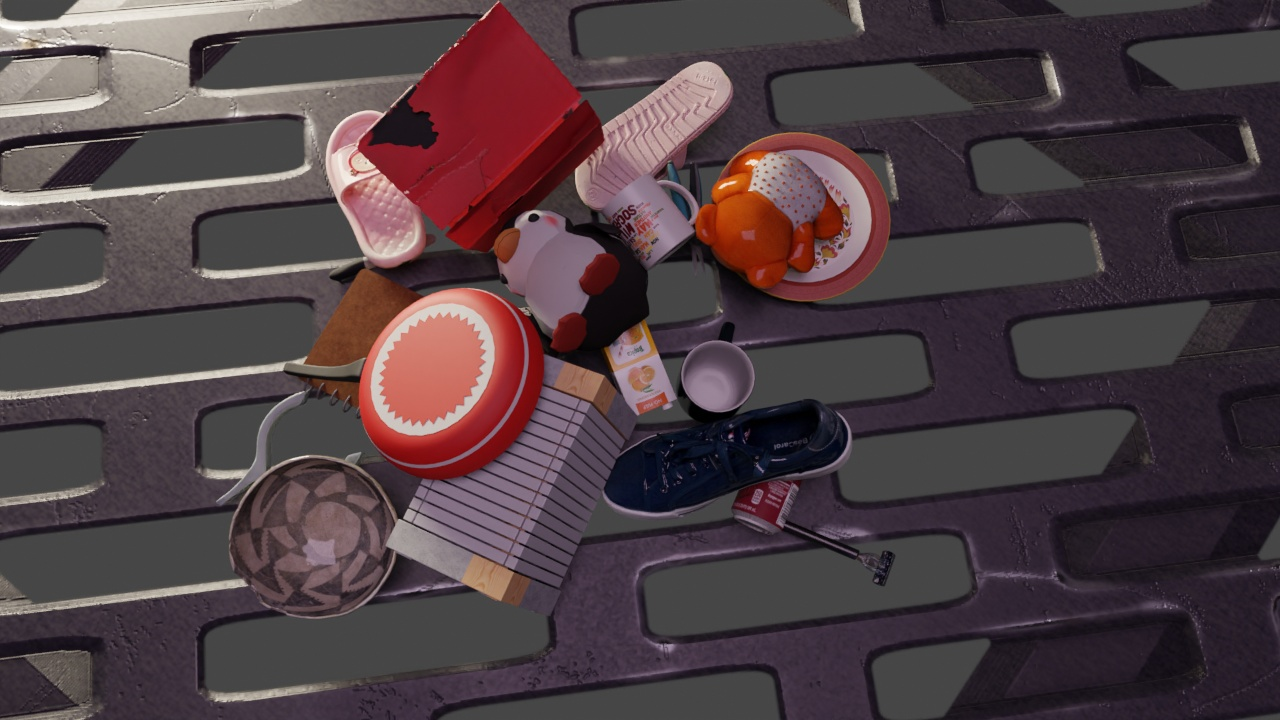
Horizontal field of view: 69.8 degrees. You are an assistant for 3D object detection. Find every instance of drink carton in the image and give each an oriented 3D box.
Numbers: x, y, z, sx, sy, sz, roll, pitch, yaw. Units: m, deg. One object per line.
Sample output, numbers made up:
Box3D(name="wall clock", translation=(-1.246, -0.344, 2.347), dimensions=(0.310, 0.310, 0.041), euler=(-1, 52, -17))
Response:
Box3D(name="drink carton", translation=(-0.007, 0.006, 1.096), dimensions=(0.058, 0.040, 0.122), euler=(-22, 93, -8))

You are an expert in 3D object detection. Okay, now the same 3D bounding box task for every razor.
Box3D(name="razor", translation=(0.228, 0.218, 1.077), dimensions=(0.144, 0.022, 0.042), euler=(23, 75, 3))

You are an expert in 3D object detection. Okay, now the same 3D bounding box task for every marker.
Box3D(name="marker", translation=(-0.320, -0.127, 1.144), dimensions=(0.138, 0.016, 0.022), euler=(-22, 109, -8))

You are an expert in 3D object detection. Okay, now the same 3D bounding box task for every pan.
Box3D(name="pan", translation=(-0.268, 0.014, 0.991), dimensions=(0.357, 0.067, 0.208), euler=(5, 70, 25))

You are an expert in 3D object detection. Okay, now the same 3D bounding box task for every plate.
Box3D(name="plate", translation=(0.203, -0.182, 1.174), dimensions=(0.230, 0.021, 0.229), euler=(1, 76, -2))

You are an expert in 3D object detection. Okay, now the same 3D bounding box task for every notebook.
Box3D(name="notebook", translation=(-0.277, 0.008, 1.107), dimensions=(0.225, 0.024, 0.167), euler=(26, 75, 4))

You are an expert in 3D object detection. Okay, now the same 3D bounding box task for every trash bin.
Box3D(name="trash bin", translation=(-0.131, 0.128, 1.003), dimensions=(0.142, 0.142, 0.246), euler=(19, 75, 21))

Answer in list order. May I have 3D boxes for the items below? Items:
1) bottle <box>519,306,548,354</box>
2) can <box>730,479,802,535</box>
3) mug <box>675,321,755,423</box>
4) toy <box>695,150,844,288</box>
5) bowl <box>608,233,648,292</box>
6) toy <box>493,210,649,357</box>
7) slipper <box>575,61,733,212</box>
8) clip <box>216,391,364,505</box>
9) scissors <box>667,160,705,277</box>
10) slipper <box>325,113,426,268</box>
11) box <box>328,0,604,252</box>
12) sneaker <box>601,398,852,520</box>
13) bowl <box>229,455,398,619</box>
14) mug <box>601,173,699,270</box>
Box3D(name="bottle", translation=(-0.156, -0.030, 1.071), dimensions=(0.165, 0.060, 0.059), euler=(-8, 75, -31))
Box3D(name="can", translation=(0.154, 0.141, 1.072), dimensions=(0.063, 0.063, 0.114), euler=(24, 76, 3))
Box3D(name="mug", translation=(0.090, 0.012, 1.084), dimensions=(0.085, 0.094, 0.121), euler=(15, 76, 1))
Box3D(name="toy", translation=(0.150, -0.169, 1.116), dimensions=(0.164, 0.093, 0.172), euler=(40, 65, 4))
Box3D(name="bowl", translation=(-0.049, -0.106, 1.121), dimensions=(0.120, 0.066, 0.120), euler=(1, 76, -2))
Box3D(name="toy", translation=(-0.086, -0.101, 1.042), dimensions=(0.184, 0.140, 0.159), euler=(39, 109, 33))
Box3D(name="slipper", translation=(0.016, -0.281, 1.169), dimensions=(0.239, 0.064, 0.094), euler=(-40, 77, 3))
Box3D(name="clip", translation=(-0.426, 0.095, 1.066), dimensions=(0.173, 0.030, 0.159), euler=(-25, 88, -8))
Box3D(name="scissors", translation=(0.060, -0.186, 1.152), dimensions=(0.148, 0.019, 0.122), euler=(52, 51, -29))
Box3D(name="slipper", translation=(-0.329, -0.214, 1.138), dimensions=(0.106, 0.056, 0.221), euler=(-19, 72, -6))
Box3D(name="box", translation=(-0.155, -0.231, 1.003), dimensions=(0.211, 0.318, 0.121), euler=(-43, 70, 4))
Box3D(name="sneaker", translation=(0.079, 0.104, 1.011), dimensions=(0.295, 0.127, 0.120), euler=(-17, 60, 18))
Box3D(name="bowl", translation=(-0.354, 0.192, 1.026), dimensions=(0.178, 0.081, 0.178), euler=(0, 91, -5))
Box3D(name="mug", translation=(0.021, -0.173, 1.102), dimensions=(0.105, 0.074, 0.089), euler=(-39, 91, -22))
